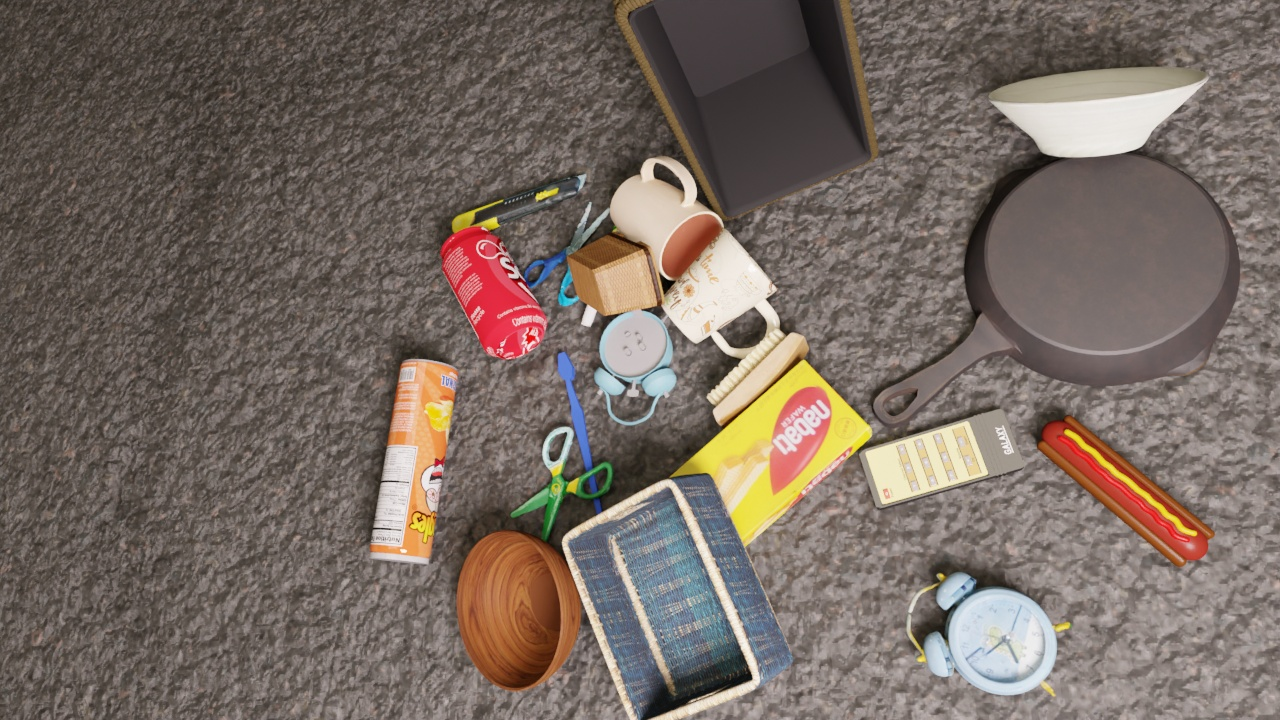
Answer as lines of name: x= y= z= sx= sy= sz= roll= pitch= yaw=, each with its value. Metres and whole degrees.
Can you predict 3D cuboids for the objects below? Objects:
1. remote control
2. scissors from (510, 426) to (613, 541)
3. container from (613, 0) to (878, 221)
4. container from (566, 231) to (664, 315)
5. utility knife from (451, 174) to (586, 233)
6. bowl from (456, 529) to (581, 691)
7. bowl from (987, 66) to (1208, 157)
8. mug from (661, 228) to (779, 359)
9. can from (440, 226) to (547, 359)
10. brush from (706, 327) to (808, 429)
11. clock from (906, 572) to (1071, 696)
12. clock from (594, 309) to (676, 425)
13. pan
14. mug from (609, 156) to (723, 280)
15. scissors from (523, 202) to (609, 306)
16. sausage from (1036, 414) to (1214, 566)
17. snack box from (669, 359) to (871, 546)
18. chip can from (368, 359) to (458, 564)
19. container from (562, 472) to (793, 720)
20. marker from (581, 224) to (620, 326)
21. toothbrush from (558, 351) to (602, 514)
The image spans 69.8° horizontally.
remote control: x=0.272 y=0.091 z=0.835 sx=0.133 sy=0.013 sz=0.058 roll=-20 pitch=68 yaw=13
scissors: x=-0.088 y=0.125 z=0.946 sx=0.129 sy=0.012 sz=0.119 roll=-30 pitch=67 yaw=15
container: x=0.090 y=-0.322 z=0.868 sx=0.177 sy=0.321 sz=0.204 roll=-21 pitch=62 yaw=12
container: x=-0.028 y=-0.086 z=0.931 sx=0.061 sy=0.063 sz=0.114 roll=-21 pitch=22 yaw=-16
utility knife: x=-0.139 y=-0.179 z=1.060 sx=0.171 sy=0.020 sz=0.028 roll=-18 pitch=70 yaw=12
bowl: x=-0.104 y=0.235 z=0.883 sx=0.148 sy=0.068 sz=0.147 roll=-4 pitch=84 yaw=40
bowl: x=0.411 y=-0.223 z=0.835 sx=0.177 sy=0.176 sz=0.058 roll=-2 pitch=113 yaw=19
mug: x=0.088 y=-0.055 z=0.923 sx=0.097 sy=0.081 sz=0.122 roll=-41 pitch=92 yaw=11
can: x=-0.161 y=-0.074 z=1.003 sx=0.074 sy=0.074 sz=0.142 roll=-34 pitch=66 yaw=6
brush: x=0.113 y=0.016 z=0.894 sx=0.117 sy=0.049 sz=0.039 roll=-43 pitch=67 yaw=2
clock: x=0.287 y=0.229 z=0.767 sx=0.125 sy=0.051 sz=0.088 roll=14 pitch=80 yaw=22
clock: x=-0.006 y=0.006 z=0.943 sx=0.087 sy=0.042 sz=0.123 roll=1 pitch=72 yaw=19
pan: x=0.361 y=-0.054 z=0.832 sx=0.356 sy=0.043 sz=0.248 roll=-36 pitch=66 yaw=5
mug: x=0.024 y=-0.155 z=0.949 sx=0.085 sy=0.112 sz=0.104 roll=-22 pitch=48 yaw=-32
scissors: x=-0.086 y=-0.128 z=1.028 sx=0.086 sy=0.015 sz=0.135 roll=14 pitch=77 yaw=24
sausage: x=0.404 y=0.107 z=0.770 sx=0.040 sy=0.040 sz=0.155 roll=-45 pitch=65 yaw=1
snack box: x=0.114 y=0.100 z=0.871 sx=0.201 sy=0.042 sz=0.092 roll=-42 pitch=67 yaw=4
chip can: x=-0.241 y=0.108 z=0.981 sx=0.062 sy=0.062 sz=0.210 roll=0 pitch=74 yaw=19
container: x=0.030 y=0.212 z=0.818 sx=0.146 sy=0.071 sz=0.187 roll=-33 pitch=72 yaw=30
marker: x=-0.038 y=-0.100 z=1.002 sx=0.014 sy=0.014 sz=0.132 roll=15 pitch=79 yaw=22
toothbrush: x=-0.061 y=0.079 z=0.959 sx=0.016 sy=0.011 sz=0.186 roll=-19 pitch=71 yaw=13
